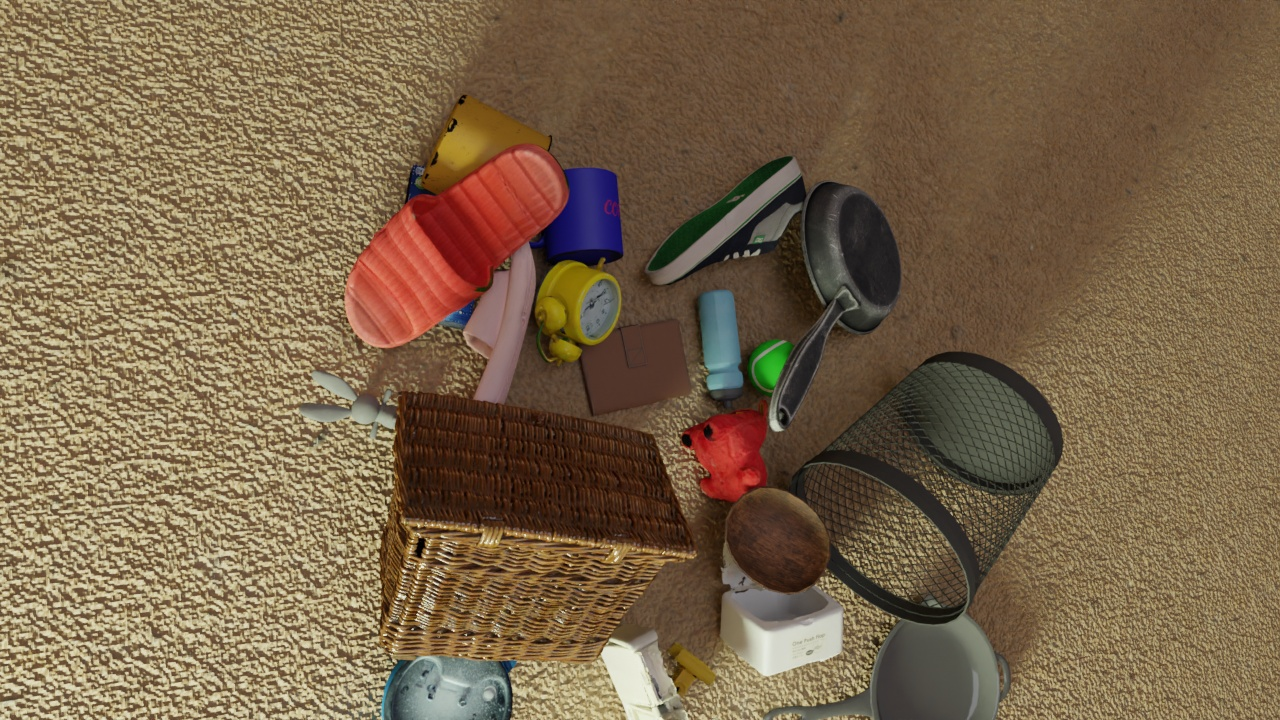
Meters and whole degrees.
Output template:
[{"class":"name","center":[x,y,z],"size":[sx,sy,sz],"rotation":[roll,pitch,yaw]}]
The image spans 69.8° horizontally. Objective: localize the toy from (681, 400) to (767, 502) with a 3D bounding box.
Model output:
[{"class":"toy","center":[0.117,0.111,0.995],"size":[0.093,0.088,0.133],"rotation":[-25,96,-37]}]

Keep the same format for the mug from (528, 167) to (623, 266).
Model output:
[{"class":"mug","center":[-0.076,-0.144,0.947],"size":[0.111,0.079,0.083],"rotation":[-5,84,3]}]

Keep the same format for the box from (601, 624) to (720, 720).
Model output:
[{"class":"box","center":[0.010,0.329,0.852],"size":[0.070,0.187,0.143],"rotation":[-21,85,-25]}]

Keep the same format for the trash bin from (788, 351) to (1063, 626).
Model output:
[{"class":"trash bin","center":[0.321,0.130,1.013],"size":[0.226,0.218,0.218],"rotation":[-39,99,-28]}]

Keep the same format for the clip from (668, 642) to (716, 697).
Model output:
[{"class":"clip","center":[0.048,0.329,0.959],"size":[0.054,0.045,0.049],"rotation":[42,43,-15]}]

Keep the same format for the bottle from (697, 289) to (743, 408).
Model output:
[{"class":"bottle","center":[0.090,-0.011,1.018],"size":[0.040,0.040,0.130],"rotation":[-4,84,-25]}]

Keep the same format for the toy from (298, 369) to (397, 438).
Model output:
[{"class":"toy","center":[-0.257,0.046,0.858],"size":[0.111,0.030,0.049],"rotation":[20,89,-26]}]

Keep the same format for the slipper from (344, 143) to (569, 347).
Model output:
[{"class":"slipper","center":[-0.173,-0.100,0.820],"size":[0.249,0.059,0.103],"rotation":[-37,101,13]}]

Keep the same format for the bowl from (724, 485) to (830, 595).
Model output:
[{"class":"bowl","center":[0.137,0.186,0.942],"size":[0.114,0.026,0.101],"rotation":[36,67,3]}]

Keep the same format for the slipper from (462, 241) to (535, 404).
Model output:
[{"class":"slipper","center":[-0.143,-0.014,0.885],"size":[0.055,0.107,0.221],"rotation":[14,82,-4]}]

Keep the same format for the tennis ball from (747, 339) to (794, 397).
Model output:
[{"class":"tennis ball","center":[0.153,0.009,1.029],"size":[0.065,0.065,0.065],"rotation":[4,81,-24]}]

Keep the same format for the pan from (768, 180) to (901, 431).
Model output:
[{"class":"pan","center":[0.217,-0.062,1.032],"size":[0.187,0.055,0.355],"rotation":[48,48,-27]}]

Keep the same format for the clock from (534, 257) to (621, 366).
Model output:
[{"class":"clock","center":[-0.069,-0.048,0.922],"size":[0.118,0.057,0.083],"rotation":[-51,143,-29]}]

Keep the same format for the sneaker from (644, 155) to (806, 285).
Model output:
[{"class":"sneaker","center":[0.106,-0.138,1.024],"size":[0.234,0.084,0.079],"rotation":[-39,112,-25]}]

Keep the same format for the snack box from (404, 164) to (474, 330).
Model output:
[{"class":"snack box","center":[-0.197,-0.111,0.907],"size":[0.082,0.027,0.150],"rotation":[11,79,-23]}]

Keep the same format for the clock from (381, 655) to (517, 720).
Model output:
[{"class":"clock","center":[-0.174,0.295,0.846],"size":[0.116,0.060,0.161],"rotation":[26,71,-18]}]

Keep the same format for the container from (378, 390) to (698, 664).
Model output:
[{"class":"container","center":[-0.113,0.160,0.811],"size":[0.249,0.162,0.184],"rotation":[12,121,-23]}]

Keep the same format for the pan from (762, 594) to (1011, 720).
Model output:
[{"class":"pan","center":[0.289,0.388,1.061],"size":[0.354,0.024,0.216],"rotation":[0,83,-25]}]

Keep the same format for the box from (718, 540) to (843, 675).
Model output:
[{"class":"box","center":[0.144,0.235,0.968],"size":[0.108,0.121,0.136],"rotation":[-6,107,-26]}]

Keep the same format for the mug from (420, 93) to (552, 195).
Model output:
[{"class":"mug","center":[-0.154,-0.180,0.875],"size":[0.094,0.100,0.124],"rotation":[25,105,-17]}]

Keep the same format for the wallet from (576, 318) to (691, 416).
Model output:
[{"class":"wallet","center":[-0.006,0.006,0.986],"size":[0.120,0.013,0.087],"rotation":[-11,90,-24]}]
